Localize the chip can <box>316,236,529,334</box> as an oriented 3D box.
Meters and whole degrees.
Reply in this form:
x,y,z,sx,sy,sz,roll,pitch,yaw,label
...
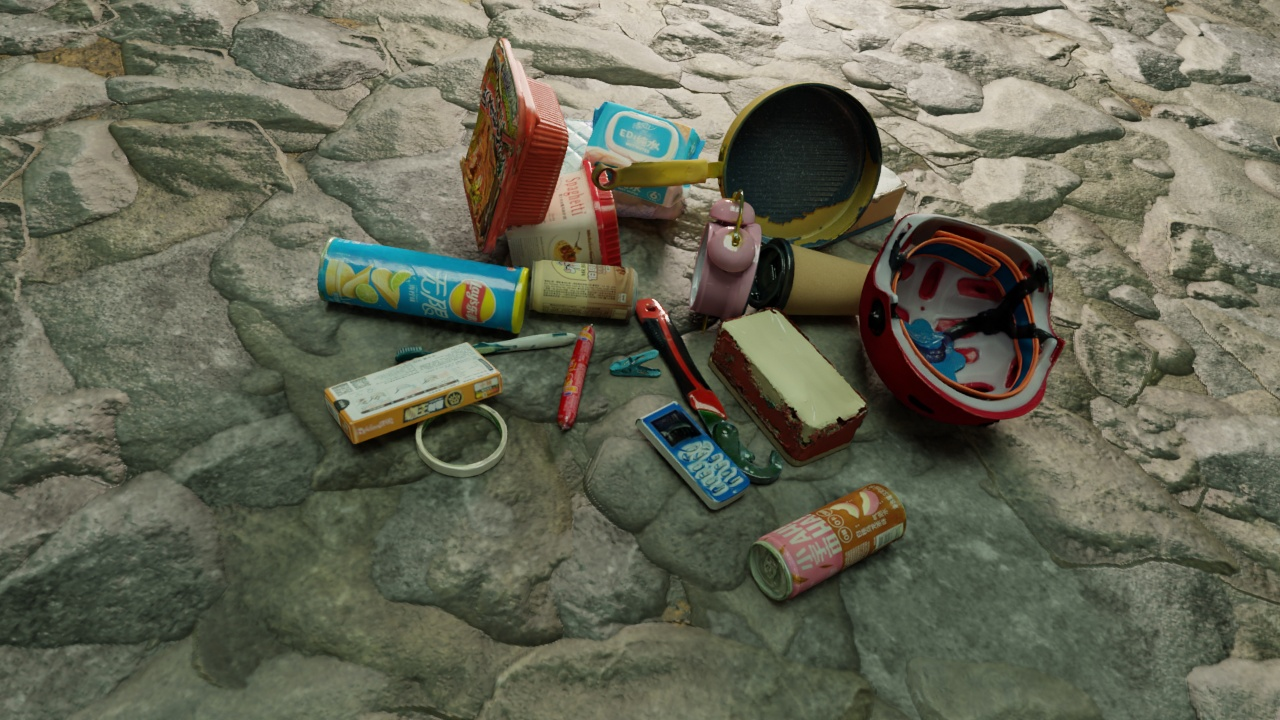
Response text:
x,y,z,sx,sy,sz,roll,pitch,yaw,label
-0.227,-0.080,0.974,0.210,0.071,0.071,10,45,-2,chip can

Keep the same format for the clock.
x,y,z,sx,sy,sz,roll,pitch,yaw,label
0.096,-0.114,1.012,0.060,0.159,0.117,12,44,-4,clock

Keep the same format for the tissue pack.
x,y,z,sx,sy,sz,roll,pitch,yaw,label
0.001,-0.248,1.095,0.140,0.063,0.089,18,66,-2,tissue pack

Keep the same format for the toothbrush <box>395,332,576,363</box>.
x,y,z,sx,sy,sz,roll,pitch,yaw,label
-0.160,-0.016,0.965,0.191,0.016,0.018,-7,38,-18,toothbrush

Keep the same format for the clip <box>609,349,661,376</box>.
x,y,z,sx,sy,sz,roll,pitch,yaw,label
-0.006,0.006,0.971,0.054,0.033,0.013,-8,44,0,clip

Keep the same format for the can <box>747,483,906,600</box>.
x,y,z,sx,sy,sz,roll,pitch,yaw,label
0.171,0.162,0.828,0.147,0.058,0.058,-19,53,-28,can

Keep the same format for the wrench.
x,y,z,sx,sy,sz,roll,pitch,yaw,label
0.061,0.025,0.969,0.056,0.016,0.273,-15,51,-24,wrench

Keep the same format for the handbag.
x,y,z,sx,sy,sz,roll,pitch,yaw,label
-0.041,-0.240,1.167,0.194,0.076,0.134,3,51,-7,handbag

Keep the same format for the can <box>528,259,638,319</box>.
x,y,z,sx,sy,sz,roll,pitch,yaw,label
-0.063,-0.078,1.014,0.116,0.059,0.058,4,46,-8,can

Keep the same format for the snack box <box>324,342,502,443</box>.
x,y,z,sx,sy,sz,roll,pitch,yaw,label
-0.218,0.029,0.888,0.153,0.026,0.075,-20,36,-29,snack box

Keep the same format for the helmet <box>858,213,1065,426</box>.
x,y,z,sx,sy,sz,roll,pitch,yaw,label
0.328,-0.027,0.990,0.207,0.144,0.239,12,64,-9,helmet

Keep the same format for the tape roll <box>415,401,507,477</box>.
x,y,z,sx,sy,sz,roll,pitch,yaw,label
-0.170,0.073,0.876,0.086,0.014,0.085,6,45,-6,tape roll

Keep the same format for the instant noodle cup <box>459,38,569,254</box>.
x,y,z,sx,sy,sz,roll,pitch,yaw,label
-0.134,-0.220,0.967,0.079,0.189,0.164,5,44,-24,instant noodle cup

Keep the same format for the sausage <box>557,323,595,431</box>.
x,y,z,sx,sy,sz,roll,pitch,yaw,label
-0.066,0.015,0.952,0.020,0.020,0.155,11,45,-1,sausage

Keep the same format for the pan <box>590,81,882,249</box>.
x,y,z,sx,sy,sz,roll,pitch,yaw,label
0.113,-0.217,1.050,0.357,0.198,0.078,-3,23,-13,pan

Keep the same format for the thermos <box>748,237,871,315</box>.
x,y,z,sx,sy,sz,roll,pitch,yaw,label
0.198,-0.090,1.065,0.143,0.093,0.093,6,45,-18,thermos

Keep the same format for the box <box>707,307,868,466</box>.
x,y,z,sx,sy,sz,roll,pitch,yaw,label
0.151,0.018,0.952,0.091,0.076,0.168,-18,52,-27,box

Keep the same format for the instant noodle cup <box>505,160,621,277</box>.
x,y,z,sx,sy,sz,roll,pitch,yaw,label
-0.092,-0.154,1.054,0.124,0.117,0.116,-10,48,-4,instant noodle cup

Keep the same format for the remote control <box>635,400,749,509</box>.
x,y,z,sx,sy,sz,roll,pitch,yaw,label
0.050,0.092,0.896,0.048,0.024,0.125,-24,56,-30,remote control

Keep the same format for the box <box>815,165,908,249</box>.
x,y,z,sx,sy,sz,roll,pitch,yaw,label
0.261,-0.210,1.212,0.184,0.060,0.090,-22,54,-27,box
